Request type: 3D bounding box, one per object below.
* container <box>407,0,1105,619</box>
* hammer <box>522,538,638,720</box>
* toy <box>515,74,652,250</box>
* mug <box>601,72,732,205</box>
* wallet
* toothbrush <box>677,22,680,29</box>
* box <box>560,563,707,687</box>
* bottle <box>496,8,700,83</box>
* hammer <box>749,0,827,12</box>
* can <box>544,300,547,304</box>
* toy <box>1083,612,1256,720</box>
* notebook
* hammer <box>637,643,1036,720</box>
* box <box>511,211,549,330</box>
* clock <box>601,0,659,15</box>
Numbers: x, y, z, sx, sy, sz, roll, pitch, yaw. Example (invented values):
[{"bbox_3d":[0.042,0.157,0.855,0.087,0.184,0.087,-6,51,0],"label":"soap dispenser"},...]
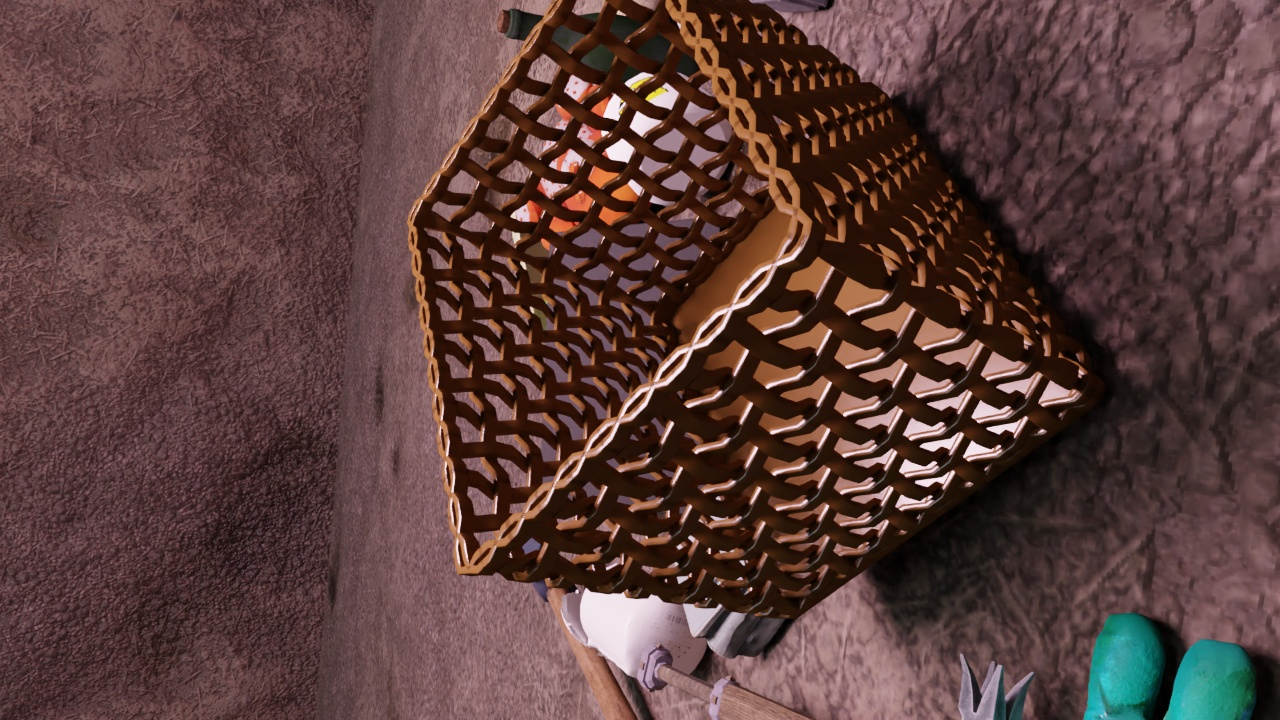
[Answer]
[{"bbox_3d":[0.038,-0.035,0.478,0.220,0.214,0.251,-46,44,29],"label":"container"},{"bbox_3d":[-0.027,0.290,0.798,0.321,0.040,0.129,51,172,45],"label":"hammer"},{"bbox_3d":[-0.050,-0.179,0.871,0.172,0.092,0.164,39,107,48],"label":"toy"},{"bbox_3d":[0.030,-0.182,0.729,0.115,0.094,0.068,-35,43,4],"label":"mug"},{"bbox_3d":[0.074,0.131,0.635,0.132,0.054,0.100,-63,36,32],"label":"wallet"},{"bbox_3d":[0.041,-0.266,0.730,0.024,0.022,0.185,61,-172,-61],"label":"toothbrush"},{"bbox_3d":[-0.013,0.214,0.759,0.160,0.081,0.091,8,79,65],"label":"box"},{"bbox_3d":[-0.034,-0.265,0.767,0.055,0.174,0.055,4,90,64],"label":"bottle"},{"bbox_3d":[0.059,-0.333,0.744,0.322,0.044,0.098,-140,58,-62],"label":"hammer"},{"bbox_3d":[-0.037,-0.020,0.841,0.083,0.083,0.144,-61,36,42],"label":"can"},{"bbox_3d":[0.189,0.199,0.365,0.131,0.072,0.193,-172,95,-70],"label":"toy"},{"bbox_3d":[-0.005,0.004,0.743,0.169,0.019,0.231,-1,85,29],"label":"notebook"},{"bbox_3d":[0.079,0.220,0.541,0.318,0.028,0.147,-8,66,62],"label":"hammer"},{"bbox_3d":[-0.093,-0.071,0.996,0.133,0.061,0.187,64,-171,-53],"label":"box"},{"bbox_3d":[-0.004,-0.307,0.834,0.141,0.054,0.093,132,136,-74],"label":"clock"}]
